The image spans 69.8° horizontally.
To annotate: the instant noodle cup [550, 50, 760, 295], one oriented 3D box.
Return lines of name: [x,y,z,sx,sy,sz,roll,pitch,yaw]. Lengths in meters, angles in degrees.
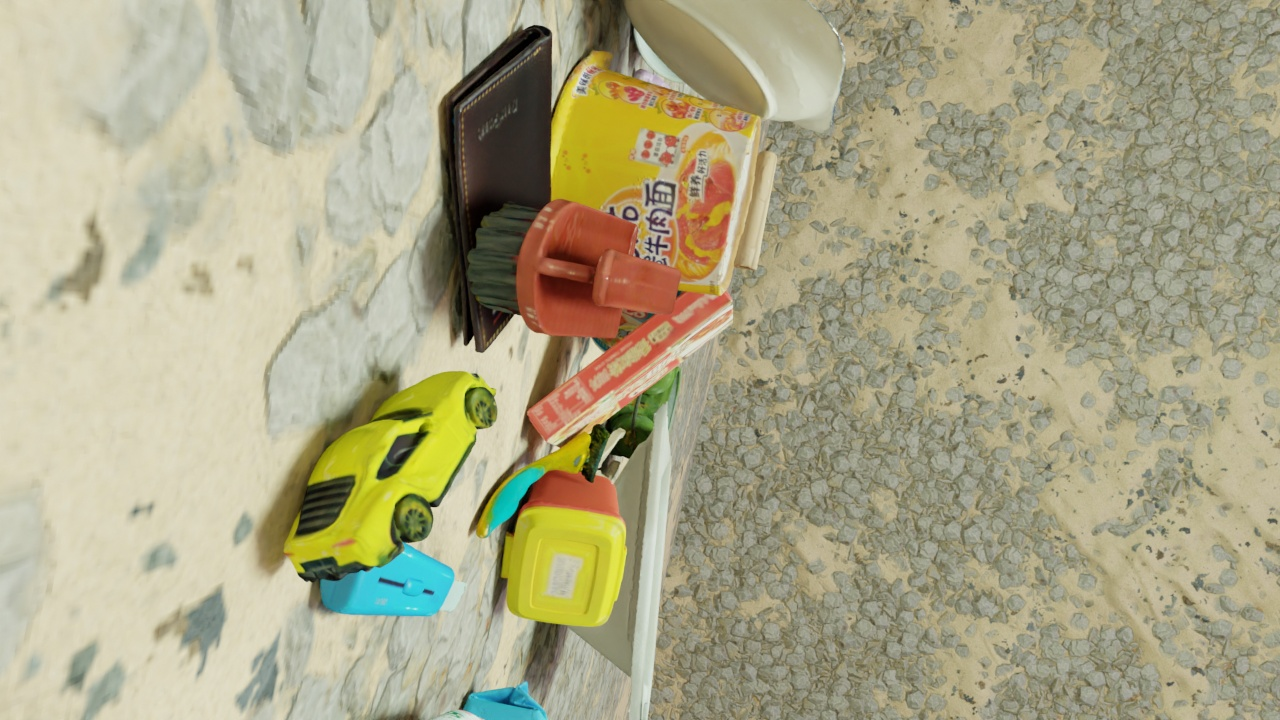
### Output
instant noodle cup: [0.009,-0.103,0.555,0.138,0.110,0.138,14,89,-81]

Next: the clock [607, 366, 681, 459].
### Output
clock: [0.004,0.048,0.965,0.161,0.056,0.116,42,61,-81]

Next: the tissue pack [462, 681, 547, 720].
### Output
tissue pack: [-0.100,0.289,0.590,0.139,0.063,0.090,-68,168,-48]

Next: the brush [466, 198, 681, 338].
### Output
brush: [-0.024,-0.040,0.427,0.145,0.069,0.063,-7,109,-76]

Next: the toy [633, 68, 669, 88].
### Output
toy: [0.015,-0.158,0.700,0.039,0.083,0.108,29,-80,57]

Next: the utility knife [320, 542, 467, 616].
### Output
utility knife: [-0.104,0.103,0.423,0.191,0.018,0.034,83,26,-72]

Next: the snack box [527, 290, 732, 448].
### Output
snack box: [-0.004,0.004,0.625,0.153,0.025,0.075,-37,168,-1]

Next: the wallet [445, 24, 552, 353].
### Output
wallet: [-0.063,-0.079,0.422,0.096,0.020,0.122,-67,166,-50]

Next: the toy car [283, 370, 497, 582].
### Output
toy car: [-0.089,0.034,0.329,0.032,0.048,0.105,62,29,-25]

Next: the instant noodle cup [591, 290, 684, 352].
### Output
instant noodle cup: [0.004,-0.056,0.683,0.110,0.099,0.099,105,4,-48]

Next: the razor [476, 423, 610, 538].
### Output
razor: [-0.065,0.078,0.580,0.132,0.028,0.043,-31,150,-56]

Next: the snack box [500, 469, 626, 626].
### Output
snack box: [-0.052,0.127,0.640,0.080,0.082,0.091,-92,-168,-66]

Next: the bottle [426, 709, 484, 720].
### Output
bottle: [-0.101,0.208,0.451,0.197,0.068,0.068,84,20,-75]

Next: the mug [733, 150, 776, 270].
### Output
mug: [0.059,-0.139,0.823,0.084,0.125,0.103,8,93,-53]

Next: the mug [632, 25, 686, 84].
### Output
mug: [0.042,-0.262,0.678,0.122,0.078,0.078,-76,175,-54]

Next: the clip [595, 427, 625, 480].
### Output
clip: [-0.043,0.077,0.775,0.104,0.035,0.083,-16,123,-72]

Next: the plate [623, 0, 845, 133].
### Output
plate: [0.043,-0.190,0.541,0.034,0.164,0.163,-52,169,0]

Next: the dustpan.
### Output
dustpan: [0.012,0.208,0.863,0.257,0.142,0.223,-54,167,-14]
